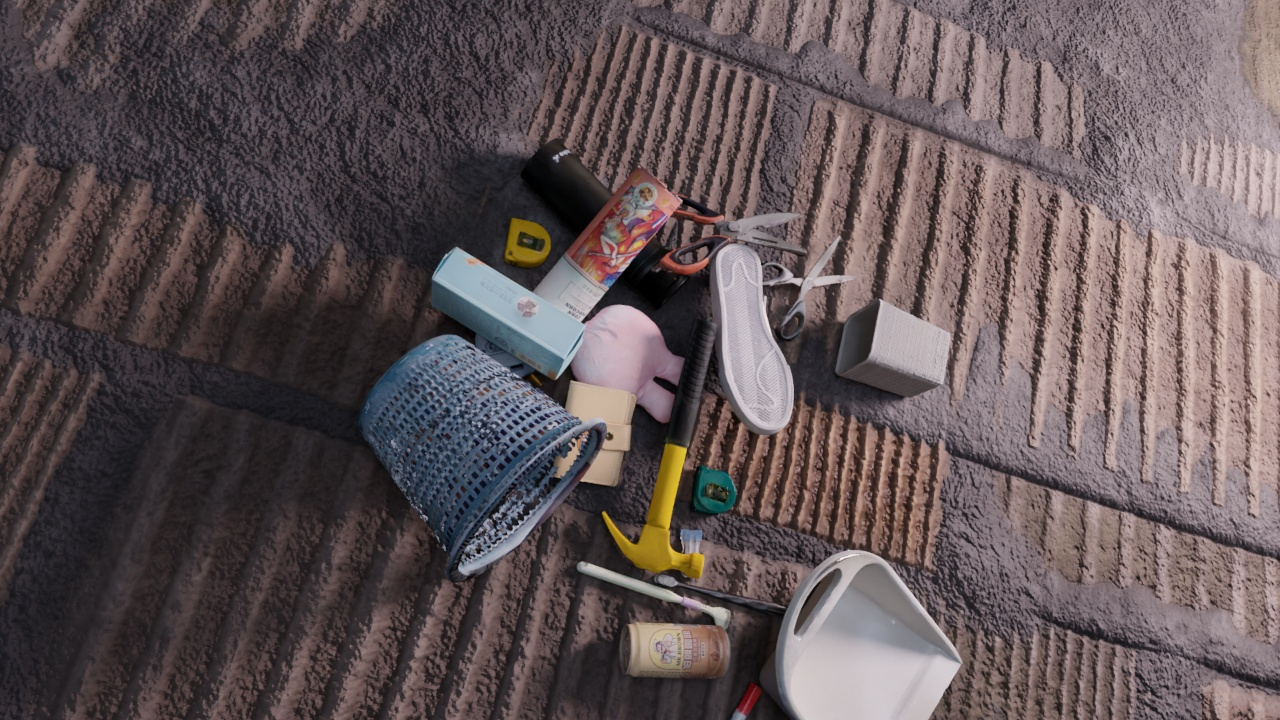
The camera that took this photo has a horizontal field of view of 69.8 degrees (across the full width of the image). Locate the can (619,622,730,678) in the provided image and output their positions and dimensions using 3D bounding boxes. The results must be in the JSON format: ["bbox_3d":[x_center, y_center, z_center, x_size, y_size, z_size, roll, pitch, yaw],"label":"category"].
[{"bbox_3d":[0.038,0.325,1.028,0.116,0.059,0.058,6,72,-13],"label":"can"}]

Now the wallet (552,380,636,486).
[{"bbox_3d":[-0.052,0.088,1.078,0.087,0.024,0.115,11,90,-16],"label":"wallet"}]

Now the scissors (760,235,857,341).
[{"bbox_3d":[0.217,-0.103,1.219,0.159,0.014,0.180,27,75,-26],"label":"scissors"}]

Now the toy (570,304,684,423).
[{"bbox_3d":[-0.007,0.006,1.116,0.159,0.054,0.121,36,75,-5],"label":"toy"}]

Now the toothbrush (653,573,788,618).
[{"bbox_3d":[0.102,0.279,1.083,0.181,0.018,0.015,17,73,-11],"label":"toothbrush"}]

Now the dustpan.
[{"bbox_3d":[0.252,0.345,1.036,0.258,0.143,0.222,41,68,1],"label":"dustpan"}]

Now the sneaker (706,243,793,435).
[{"bbox_3d":[0.125,-0.019,1.141,0.089,0.091,0.242,-6,72,-12],"label":"sneaker"}]

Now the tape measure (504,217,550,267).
[{"bbox_3d":[-0.140,-0.146,1.141,0.057,0.029,0.060,11,71,-12],"label":"tape measure"}]

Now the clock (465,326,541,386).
[{"bbox_3d":[-0.160,-0.022,1.084,0.082,0.055,0.122,-14,77,-17],"label":"clock"}]

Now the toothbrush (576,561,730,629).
[{"bbox_3d":[0.015,0.269,1.061,0.189,0.020,0.029,21,39,-7],"label":"toothbrush"}]

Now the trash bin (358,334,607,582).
[{"bbox_3d":[-0.180,0.086,0.976,0.195,0.227,0.226,42,67,14],"label":"trash bin"}]

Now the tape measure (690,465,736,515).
[{"bbox_3d":[0.089,0.159,1.110,0.054,0.025,0.058,13,71,-9],"label":"tape measure"}]

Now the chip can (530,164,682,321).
[{"bbox_3d":[-0.045,-0.129,1.088,0.071,0.071,0.215,41,96,0],"label":"chip can"}]

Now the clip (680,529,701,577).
[{"bbox_3d":[0.058,0.228,1.085,0.026,0.043,0.058,9,79,-15],"label":"clip"}]

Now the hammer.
[{"bbox_3d":[0.042,0.098,1.076,0.129,0.033,0.300,14,83,2],"label":"hammer"}]

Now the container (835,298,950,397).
[{"bbox_3d":[0.331,-0.010,1.194,0.114,0.090,0.090,21,70,-12],"label":"container"}]

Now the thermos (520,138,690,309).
[{"bbox_3d":[-0.039,-0.174,1.164,0.242,0.069,0.089,45,36,0],"label":"thermos"}]

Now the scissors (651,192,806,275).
[{"bbox_3d":[0.094,-0.161,1.133,0.226,0.015,0.189,-32,64,-26],"label":"scissors"}]

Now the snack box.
[{"bbox_3d":[-0.149,-0.051,1.025,0.175,0.074,0.051,31,66,-1],"label":"snack box"}]

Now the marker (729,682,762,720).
[{"bbox_3d":[0.094,0.430,1.034,0.017,0.017,0.145,38,68,-1],"label":"marker"}]
